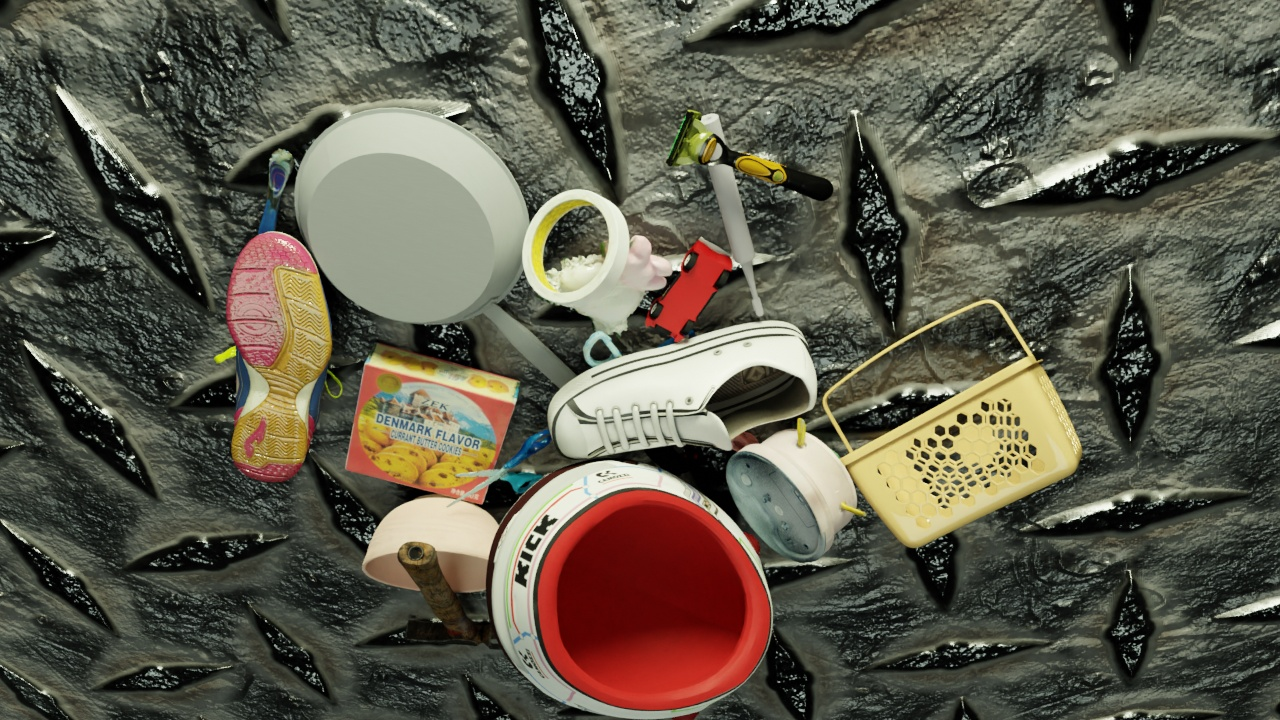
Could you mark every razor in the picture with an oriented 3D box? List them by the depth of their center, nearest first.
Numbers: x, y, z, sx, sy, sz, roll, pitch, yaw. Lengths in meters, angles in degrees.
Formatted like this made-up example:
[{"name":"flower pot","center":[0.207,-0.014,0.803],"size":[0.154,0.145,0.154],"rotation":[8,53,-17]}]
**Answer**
[{"name":"razor","center":[0.091,-0.152,0.716],"size":[0.144,0.021,0.044],"rotation":[13,116,-24]},{"name":"razor","center":[-0.317,-0.117,0.782],"size":[0.044,0.018,0.141],"rotation":[19,125,-10]}]

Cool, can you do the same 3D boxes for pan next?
[{"name":"pan","center":[-0.148,-0.058,0.805],"size":[0.201,0.050,0.356],"rotation":[-30,117,23]}]

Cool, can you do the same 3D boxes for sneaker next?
[{"name":"sneaker","center":[0.042,0.047,0.806],"size":[0.245,0.097,0.091],"rotation":[-14,128,-2]},{"name":"sneaker","center":[-0.330,-0.010,0.827],"size":[0.116,0.091,0.242],"rotation":[11,117,-9]}]

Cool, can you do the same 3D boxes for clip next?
[{"name":"clip","center":[0.091,0.070,0.899],"size":[0.060,0.023,0.045],"rotation":[11,128,2]}]

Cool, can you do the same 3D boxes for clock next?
[{"name":"clock","center":[0.133,0.125,0.845],"size":[0.117,0.058,0.158],"rotation":[54,154,7]}]

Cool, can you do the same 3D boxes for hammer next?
[{"name":"hammer","center":[-0.216,0.253,0.966],"size":[0.120,0.033,0.331],"rotation":[2,151,-1]}]

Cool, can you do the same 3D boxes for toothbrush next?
[{"name":"toothbrush","center":[0.078,-0.113,0.760],"size":[0.018,0.019,0.188],"rotation":[-23,124,-4]}]

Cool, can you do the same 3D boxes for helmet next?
[{"name":"helmet","center":[-0.026,0.212,0.877],"size":[0.314,0.230,0.236],"rotation":[30,166,-30]}]

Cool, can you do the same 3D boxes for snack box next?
[{"name":"snack box","center":[-0.204,0.064,0.896],"size":[0.142,0.040,0.145],"rotation":[16,126,-9]}]

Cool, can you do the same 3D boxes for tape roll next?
[{"name":"tape roll","center":[-0.053,-0.091,0.745],"size":[0.094,0.094,0.019],"rotation":[-31,157,23]}]

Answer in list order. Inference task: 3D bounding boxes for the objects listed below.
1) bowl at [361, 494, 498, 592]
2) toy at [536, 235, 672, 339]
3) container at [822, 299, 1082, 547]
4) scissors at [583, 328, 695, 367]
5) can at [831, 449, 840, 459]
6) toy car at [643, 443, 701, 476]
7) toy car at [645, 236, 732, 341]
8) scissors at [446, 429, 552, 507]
[{"name":"bowl","center":[-0.208,0.185,0.954],"size":[0.153,0.076,0.153],"rotation":[0,151,0]},{"name":"toy","center":[-0.023,-0.069,0.783],"size":[0.109,0.041,0.095],"rotation":[-32,134,31]},{"name":"container","center":[0.275,0.054,0.820],"size":[0.184,0.129,0.167],"rotation":[-35,76,25]},{"name":"scissors","center":[-0.007,0.005,0.838],"size":[0.125,0.013,0.130],"rotation":[-37,135,15]},{"name":"can","center":[0.162,0.134,0.920],"size":[0.053,0.053,0.101],"rotation":[16,126,-9]},{"name":"toy car","center":[0.025,0.084,0.901],"size":[0.042,0.036,0.092],"rotation":[-28,121,22]},{"name":"toy car","center":[0.042,-0.060,0.794],"size":[0.038,0.025,0.090],"rotation":[27,118,-16]},{"name":"scissors","center":[-0.131,0.103,0.903],"size":[0.129,0.014,0.119],"rotation":[7,127,-51]}]
